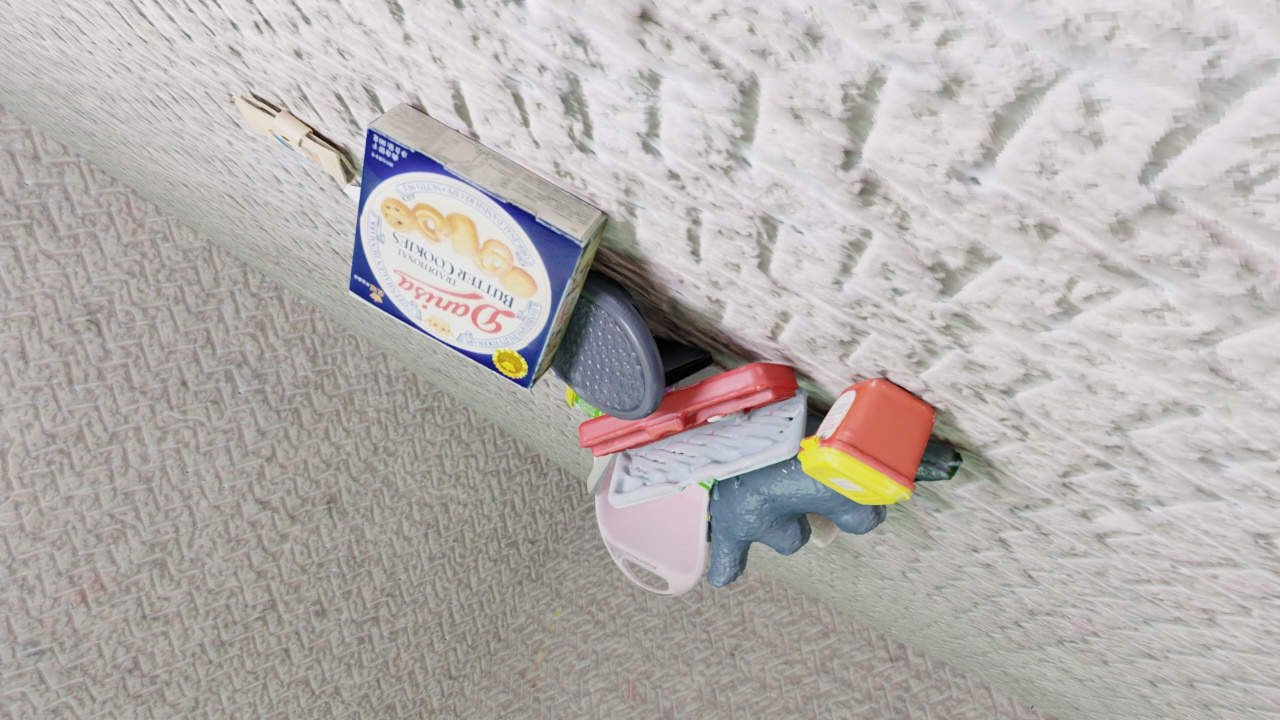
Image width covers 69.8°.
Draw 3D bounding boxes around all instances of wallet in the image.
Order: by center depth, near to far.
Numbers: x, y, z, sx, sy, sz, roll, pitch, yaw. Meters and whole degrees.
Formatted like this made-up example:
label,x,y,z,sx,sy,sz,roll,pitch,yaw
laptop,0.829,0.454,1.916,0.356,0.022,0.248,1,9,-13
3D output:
label,x,y,z,sx,sy,sz,roll,pitch,yaw
wallet,-0.005,0.005,0.867,0.097,0.120,0.019,19,123,46
wallet,-0.339,-0.220,0.905,0.115,0.024,0.087,32,173,-5

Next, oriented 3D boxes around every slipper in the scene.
label,x,y,z,sx,sy,sz,roll,pitch,yaw
slipper,-0.043,-0.039,0.814,0.268,0.083,0.111,31,132,51

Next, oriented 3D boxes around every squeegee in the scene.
label,x,y,z,sx,sy,sz,roll,pitch,yaw
squeegee,-0.095,0.021,1.210,0.246,0.039,0.247,44,134,15

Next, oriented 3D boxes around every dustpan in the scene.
label,x,y,z,sx,sy,sz,roll,pitch,yaw
dustpan,0.010,0.165,1.180,0.223,0.138,0.273,15,138,47

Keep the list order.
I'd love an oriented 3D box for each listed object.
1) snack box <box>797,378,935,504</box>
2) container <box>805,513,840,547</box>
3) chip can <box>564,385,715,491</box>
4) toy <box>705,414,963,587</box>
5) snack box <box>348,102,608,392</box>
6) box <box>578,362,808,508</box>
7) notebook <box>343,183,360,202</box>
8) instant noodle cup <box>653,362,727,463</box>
label,x,y,z,sx,sy,sz,roll,pitch,yaw
snack box,0.173,0.060,0.698,0.082,0.080,0.091,29,169,-2
container,0.175,0.133,0.991,0.111,0.090,0.090,31,169,10
chip can,0.021,0.075,1.062,0.221,0.072,0.072,32,170,16
toy,0.145,0.119,0.868,0.138,0.091,0.358,59,139,6
snack box,-0.135,-0.082,0.725,0.178,0.045,0.183,29,136,3
box,0.050,0.072,0.800,0.202,0.091,0.094,-21,166,32
notebook,-0.221,-0.132,0.976,0.150,0.012,0.209,40,168,-35
instant noodle cup,0.045,0.048,0.920,0.111,0.111,0.099,33,159,-16
